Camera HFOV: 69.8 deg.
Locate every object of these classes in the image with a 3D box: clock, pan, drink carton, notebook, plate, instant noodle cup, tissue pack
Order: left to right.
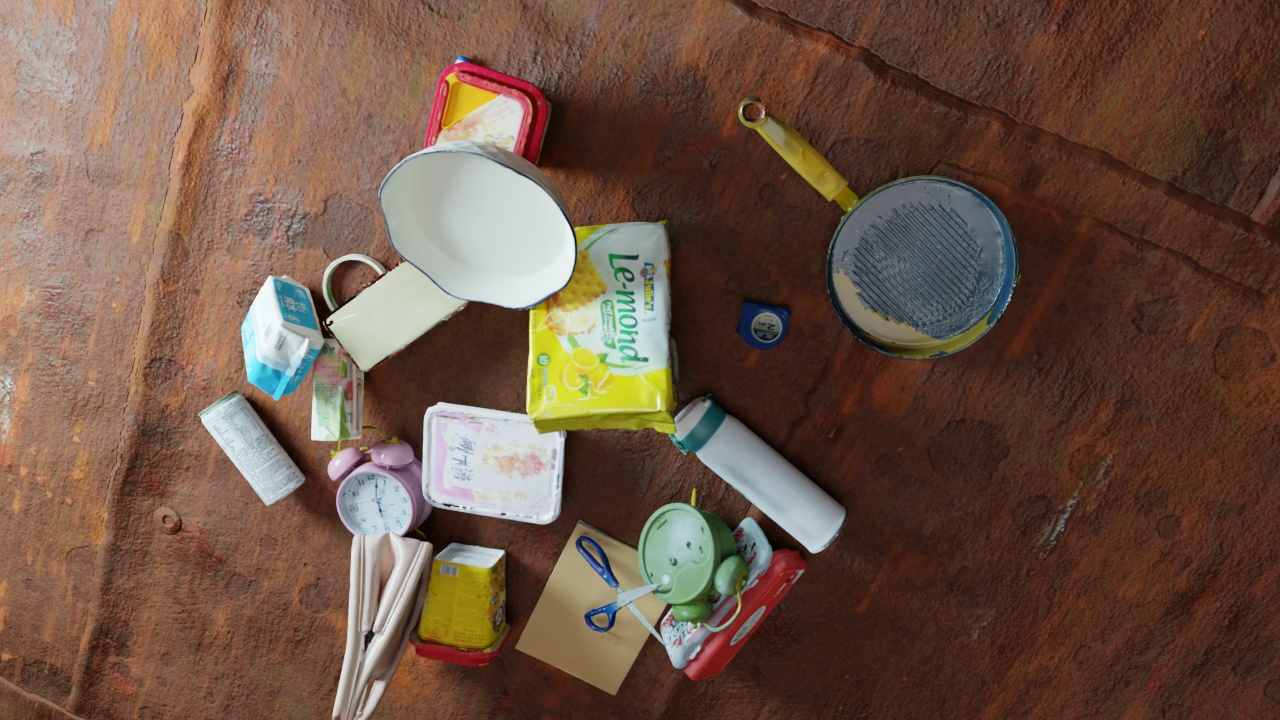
[{"bbox_3d":[-0.421,-0.029,1.082,0.063,0.140,0.090,20,115,-39],"label":"tissue pack"},{"bbox_3d":[-0.363,0.036,1.108,0.045,0.053,0.122,0,87,14],"label":"drink carton"},{"bbox_3d":[-0.329,0.156,1.155,0.117,0.059,0.158,-11,102,12],"label":"clock"},{"bbox_3d":[-0.222,0.304,1.162,0.116,0.116,0.124,8,96,6],"label":"instant noodle cup"},{"bbox_3d":[-0.160,-0.139,0.936,0.205,0.045,0.205,9,141,7],"label":"plate"},{"bbox_3d":[-0.151,-0.246,0.970,0.116,0.124,0.116,19,108,3],"label":"instant noodle cup"},{"bbox_3d":[-0.173,0.118,1.118,0.173,0.060,0.138,8,108,8],"label":"instant noodle cup"},{"bbox_3d":[-0.055,0.323,1.187,0.149,0.012,0.212,26,109,0],"label":"notebook"},{"bbox_3d":[0.065,0.241,1.078,0.116,0.056,0.161,-48,52,25],"label":"clock"},{"bbox_3d":[0.237,-0.148,0.960,0.357,0.078,0.198,42,108,-5],"label":"pan"}]

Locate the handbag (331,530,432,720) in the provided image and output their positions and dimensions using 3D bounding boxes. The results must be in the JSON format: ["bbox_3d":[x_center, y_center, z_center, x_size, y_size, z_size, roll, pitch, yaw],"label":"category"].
[{"bbox_3d":[-0.321,0.337,1.098,0.093,0.233,0.194,12,147,-6],"label":"handbag"}]

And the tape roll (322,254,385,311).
[{"bbox_3d":[-0.341,-0.085,1.108,0.086,0.013,0.086,3,107,9],"label":"tape roll"}]

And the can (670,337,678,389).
[{"bbox_3d":[-0.006,0.006,1.053,0.094,0.066,0.066,-4,106,10],"label":"can"}]

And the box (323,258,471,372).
[{"bbox_3d":[-0.274,-0.061,1.060,0.168,0.077,0.091,-33,102,10],"label":"box"}]

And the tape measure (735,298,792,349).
[{"bbox_3d":[0.139,-0.040,1.037,0.058,0.025,0.054,13,110,10],"label":"tape measure"}]

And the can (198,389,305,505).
[{"bbox_3d":[-0.494,0.112,1.170,0.058,0.058,0.147,-32,100,16],"label":"can"}]

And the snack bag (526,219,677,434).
[{"bbox_3d":[-0.040,-0.036,1.000,0.158,0.068,0.246,-4,72,12],"label":"snack bag"}]

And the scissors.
[{"bbox_3d":[-0.030,0.285,1.122,0.174,0.012,0.162,-40,76,46],"label":"scissors"}]

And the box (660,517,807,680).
[{"bbox_3d":[0.101,0.288,1.124,0.098,0.095,0.202,45,109,30],"label":"box"}]

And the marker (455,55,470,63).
[{"bbox_3d":[-0.217,-0.268,1.031,0.017,0.016,0.146,21,109,2],"label":"marker"}]

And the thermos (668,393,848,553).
[{"bbox_3d":[0.134,0.130,1.068,0.224,0.073,0.073,39,108,-3],"label":"thermos"}]
